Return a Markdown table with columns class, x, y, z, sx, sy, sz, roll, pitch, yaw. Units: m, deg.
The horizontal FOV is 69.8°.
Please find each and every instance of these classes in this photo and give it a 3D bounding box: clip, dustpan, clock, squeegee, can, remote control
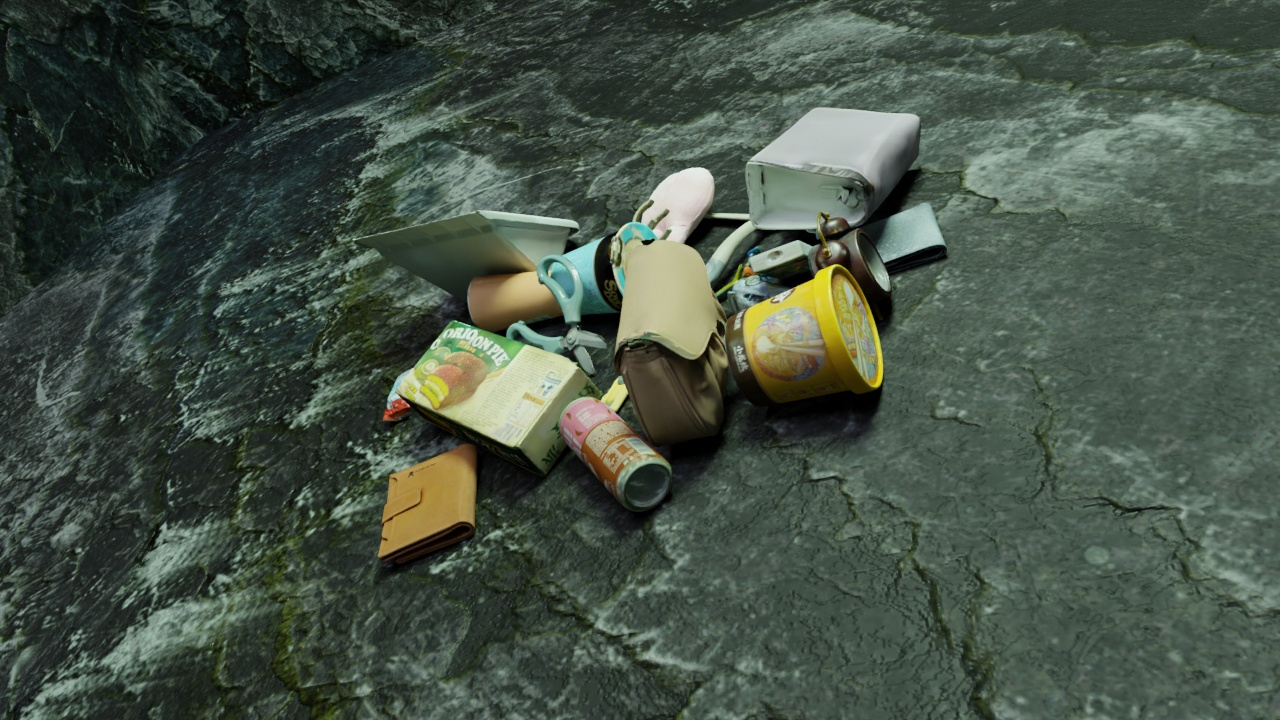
| class | x | y | z | sx | sy | sz | roll | pitch | yaw |
| --- | --- | --- | --- | --- | --- | --- | --- | --- | --- |
| clip | 0.000 | -0.148 | 1.152 | 0.104 | 0.035 | 0.089 | -53 | 31 | 15 |
| dustpan | -0.211 | -0.176 | 1.264 | 0.223 | 0.257 | 0.142 | -6 | 62 | 30 |
| clock | 0.203 | -0.095 | 0.912 | 0.055 | 0.122 | 0.081 | -25 | 31 | 29 |
| squeegee | 0.098 | -0.115 | 1.089 | 0.247 | 0.039 | 0.245 | 11 | 50 | 45 |
| can | -0.027 | 0.088 | 0.886 | 0.058 | 0.058 | 0.147 | -36 | 33 | -11 |
| remote control | 0.159 | -0.105 | 0.976 | 0.056 | 0.019 | 0.135 | -19 | -5 | 20 |

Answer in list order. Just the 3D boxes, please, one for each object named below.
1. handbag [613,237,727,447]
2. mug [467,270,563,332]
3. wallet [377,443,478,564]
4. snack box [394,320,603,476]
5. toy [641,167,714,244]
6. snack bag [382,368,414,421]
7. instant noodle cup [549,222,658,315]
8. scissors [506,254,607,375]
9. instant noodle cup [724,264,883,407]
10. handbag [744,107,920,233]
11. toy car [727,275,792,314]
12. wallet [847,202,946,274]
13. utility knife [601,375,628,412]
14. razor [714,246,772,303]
| class | x | y | z | sx | sy | sz | roll | pitch | yaw |
| --- | --- | --- | --- | --- | --- | --- | --- | --- | --- |
| handbag | 0.038 | -0.021 | 0.903 | 0.100 | 0.148 | 0.204 | -17 | 39 | 20 |
| mug | -0.154 | -0.080 | 1.200 | 0.123 | 0.078 | 0.078 | -6 | 39 | 22 |
| wallet | -0.223 | 0.151 | 0.974 | 0.108 | 0.031 | 0.131 | -22 | 32 | 7 |
| snack box | -0.163 | 0.036 | 1.023 | 0.240 | 0.063 | 0.114 | 16 | 64 | 43 |
| toy | 0.040 | -0.188 | 1.210 | 0.122 | 0.054 | 0.159 | -12 | 45 | 49 |
| snack bag | -0.306 | 0.039 | 1.188 | 0.045 | 0.026 | 0.105 | -27 | 31 | 19 |
| instant noodle cup | -0.044 | -0.104 | 1.127 | 0.121 | 0.111 | 0.111 | -8 | 37 | 38 |
| scissors | -0.107 | -0.032 | 1.103 | 0.177 | 0.019 | 0.174 | -42 | 61 | 28 |
| instant noodle cup | 0.149 | -0.015 | 0.852 | 0.115 | 0.118 | 0.118 | -19 | 33 | 30 |
| handbag | 0.226 | -0.219 | 1.057 | 0.145 | 0.098 | 0.196 | 6 | 34 | 32 |
| toy car | 0.142 | -0.053 | 0.957 | 0.036 | 0.054 | 0.121 | -42 | 36 | -24 |
| wallet | 0.265 | -0.126 | 1.001 | 0.121 | 0.019 | 0.097 | -18 | 32 | 18 |
| utility knife | -0.006 | 0.006 | 1.028 | 0.031 | 0.019 | 0.174 | 4 | 40 | 31 |
| razor | 0.086 | -0.071 | 1.023 | 0.142 | 0.043 | 0.022 | -34 | 23 | -3 |
